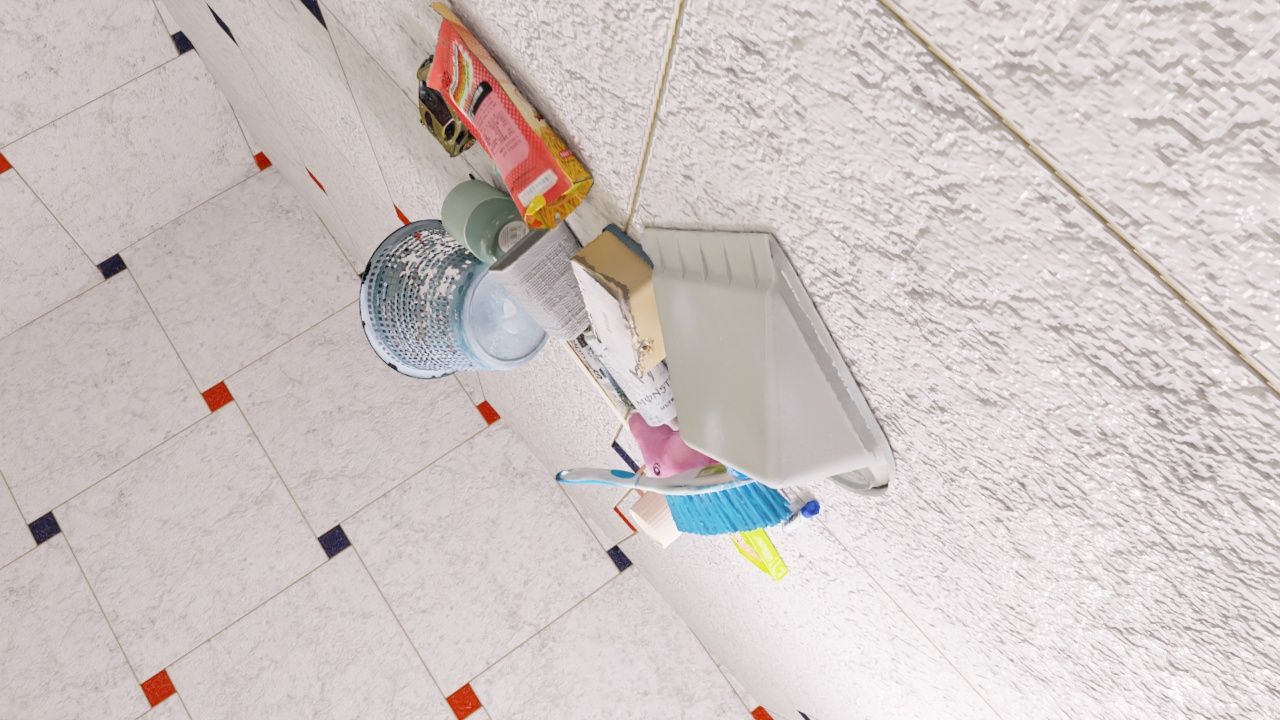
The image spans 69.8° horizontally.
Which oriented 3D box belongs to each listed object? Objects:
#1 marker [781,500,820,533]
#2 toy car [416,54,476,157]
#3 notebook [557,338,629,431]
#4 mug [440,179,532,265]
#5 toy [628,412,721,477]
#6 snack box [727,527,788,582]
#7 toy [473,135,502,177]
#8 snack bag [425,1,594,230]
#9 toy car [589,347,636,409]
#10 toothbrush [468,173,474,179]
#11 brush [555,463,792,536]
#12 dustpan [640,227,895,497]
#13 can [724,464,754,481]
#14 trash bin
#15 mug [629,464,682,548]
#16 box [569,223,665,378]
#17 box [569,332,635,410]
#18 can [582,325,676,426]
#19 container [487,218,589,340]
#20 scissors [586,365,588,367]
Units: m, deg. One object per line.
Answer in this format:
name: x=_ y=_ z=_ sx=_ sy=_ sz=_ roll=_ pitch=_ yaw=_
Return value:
marker: x=0.181 y=0.180 z=1.049 sx=0.017 sy=0.017 sz=0.146 roll=46 pitch=166 yaw=12
toy car: x=-0.218 y=-0.280 z=1.016 sx=0.070 sy=0.042 sz=0.158 roll=48 pitch=163 yaw=3
notebook: x=-0.090 y=0.000 z=1.322 sx=0.206 sy=0.010 sz=0.146 roll=55 pitch=176 yaw=-40
mug: x=-0.172 y=-0.160 z=1.123 sx=0.111 sy=0.082 sz=0.106 roll=19 pitch=-167 yaw=-48
toy: x=0.055 y=0.131 z=1.180 sx=0.194 sy=0.074 sz=0.179 roll=36 pitch=156 yaw=28
snack box: x=0.148 y=0.242 z=1.293 sx=0.086 sy=0.026 sz=0.156 roll=31 pitch=158 yaw=54
toy: x=-0.153 y=-0.229 z=0.965 sx=0.092 sy=0.030 sz=0.097 roll=52 pitch=162 yaw=-3
snack bag: x=-0.135 y=-0.224 z=0.868 sx=0.208 sy=0.073 sz=0.129 roll=53 pitch=159 yaw=6
toy car: x=-0.021 y=0.006 z=1.129 sx=0.037 sy=0.054 sz=0.121 roll=24 pitch=151 yaw=56
toothbrush: x=-0.195 y=-0.179 z=1.257 sx=0.014 sy=0.016 sz=0.189 roll=29 pitch=154 yaw=41
brush: x=0.031 y=0.162 z=1.122 sx=0.315 sy=0.060 sz=0.109 roll=-15 pitch=110 yaw=38
dustpan: x=0.121 y=0.007 z=0.795 sx=0.223 sy=0.142 sz=0.258 roll=20 pitch=119 yaw=63
can: x=0.089 y=0.061 z=0.942 sx=0.053 sy=0.053 sz=0.134 roll=28 pitch=155 yaw=55
trash bin: x=-0.228 y=-0.072 z=1.229 sx=0.195 sy=0.226 sz=0.227 roll=11 pitch=142 yaw=45
mug: x=0.037 y=0.203 z=1.361 sx=0.114 sy=0.105 sz=0.082 roll=49 pitch=166 yaw=-1
box: x=-0.015 y=-0.060 z=0.938 sx=0.090 sy=0.060 sz=0.184 roll=43 pitch=163 yaw=22
box: x=-0.055 y=0.002 z=1.230 sx=0.164 sy=0.055 sz=0.070 roll=51 pitch=-172 yaw=-8
can: x=-0.006 y=0.006 z=1.078 sx=0.147 sy=0.058 sz=0.058 roll=54 pitch=165 yaw=-19
container: x=-0.098 y=-0.089 z=1.052 sx=0.114 sy=0.090 sz=0.090 roll=51 pitch=167 yaw=-19
scissors: x=-0.098 y=-0.031 z=1.356 sx=0.159 sy=0.014 sz=0.178 roll=48 pitch=167 yaw=3
